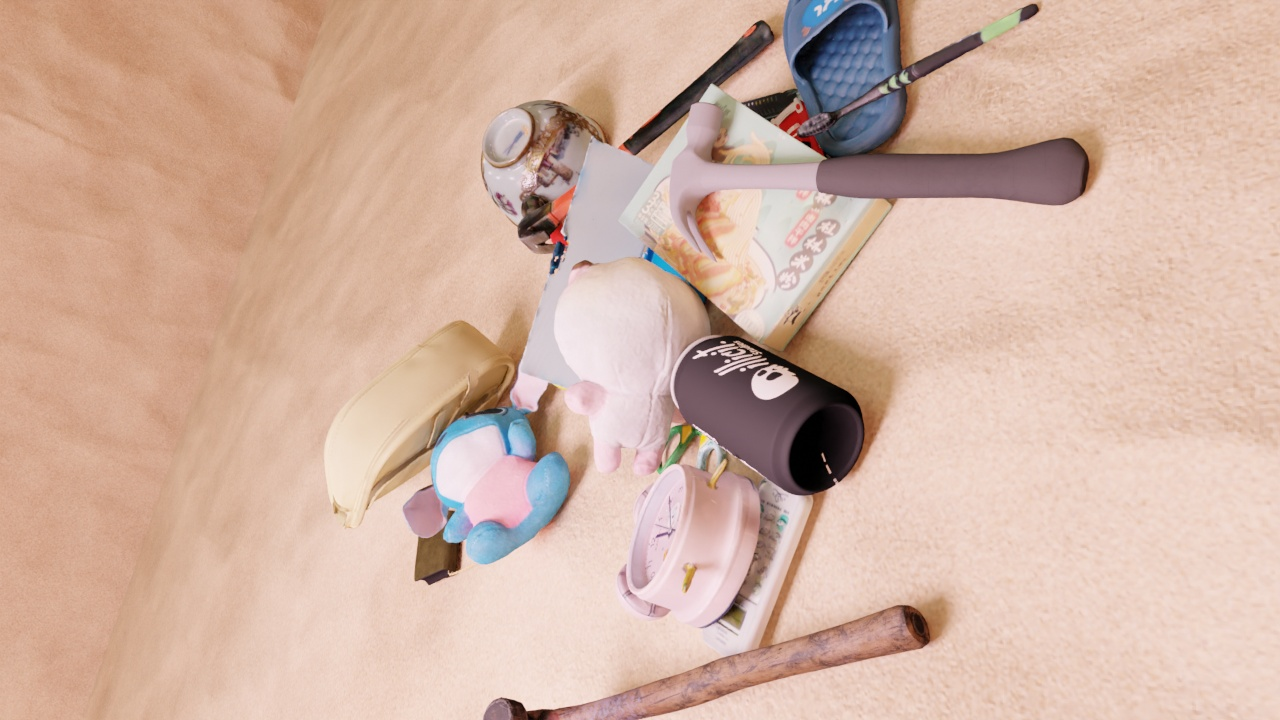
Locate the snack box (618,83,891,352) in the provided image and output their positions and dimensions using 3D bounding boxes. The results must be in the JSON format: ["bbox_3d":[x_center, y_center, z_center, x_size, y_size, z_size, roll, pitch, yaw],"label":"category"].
[{"bbox_3d":[0.086,-0.120,0.752,0.193,0.044,0.142,45,107,35],"label":"snack box"}]

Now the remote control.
[{"bbox_3d":[0.086,0.151,0.664,0.050,0.022,0.133,19,87,55],"label":"remote control"}]

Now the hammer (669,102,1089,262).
[{"bbox_3d":[0.151,-0.129,0.659,0.311,0.029,0.125,9,83,37],"label":"hammer"}]

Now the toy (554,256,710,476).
[{"bbox_3d":[-0.004,0.004,0.750,0.102,0.138,0.179,6,92,61],"label":"toy"}]

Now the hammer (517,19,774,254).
[{"bbox_3d":[-0.001,-0.226,0.936,0.334,0.033,0.132,-38,28,18],"label":"hammer"}]

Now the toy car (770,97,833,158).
[{"bbox_3d":[0.138,-0.180,0.780,0.038,0.025,0.089,-39,43,35],"label":"toy car"}]

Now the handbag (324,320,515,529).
[{"bbox_3d":[-0.242,0.073,1.017,0.088,0.232,0.191,31,129,18],"label":"handbag"}]

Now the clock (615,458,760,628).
[{"bbox_3d":[0.029,0.139,0.696,0.158,0.058,0.116,-40,30,61],"label":"clock"}]

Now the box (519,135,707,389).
[{"bbox_3d":[-0.008,-0.082,0.844,0.114,0.113,0.243,4,75,55],"label":"box"}]

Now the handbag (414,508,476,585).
[{"bbox_3d":[-0.187,0.191,1.017,0.178,0.027,0.084,-30,47,35],"label":"handbag"}]

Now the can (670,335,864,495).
[{"bbox_3d":[0.089,0.036,0.673,0.146,0.080,0.080,33,98,54],"label":"can"}]

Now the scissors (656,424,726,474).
[{"bbox_3d":[0.058,0.055,0.767,0.131,0.012,0.112,-54,39,16],"label":"scissors"}]

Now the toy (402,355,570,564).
[{"bbox_3d":[-0.143,0.109,0.939,0.224,0.099,0.191,-51,39,-3],"label":"toy"}]

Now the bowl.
[{"bbox_3d":[-0.128,-0.240,1.070,0.160,0.094,0.159,-10,69,27],"label":"bowl"}]

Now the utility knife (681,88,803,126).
[{"bbox_3d":[0.097,-0.231,0.871,0.174,0.020,0.028,3,75,55],"label":"utility knife"}]

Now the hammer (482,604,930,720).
[{"bbox_3d":[0.045,0.226,0.635,0.331,0.120,0.033,-28,50,30],"label":"hammer"}]

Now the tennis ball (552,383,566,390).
[{"bbox_3d":[-0.067,-0.002,0.921,0.065,0.065,0.065,-31,48,41],"label":"tennis ball"}]

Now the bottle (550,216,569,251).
[{"bbox_3d":[-0.049,-0.148,0.995,0.134,0.048,0.071,-1,69,53],"label":"bottle"}]

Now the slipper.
[{"bbox_3d":[0.162,-0.259,0.757,0.104,0.059,0.213,-24,57,36],"label":"slipper"}]

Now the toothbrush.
[{"bbox_3d":[0.201,-0.213,0.682,0.188,0.017,0.014,-25,89,24],"label":"toothbrush"}]
